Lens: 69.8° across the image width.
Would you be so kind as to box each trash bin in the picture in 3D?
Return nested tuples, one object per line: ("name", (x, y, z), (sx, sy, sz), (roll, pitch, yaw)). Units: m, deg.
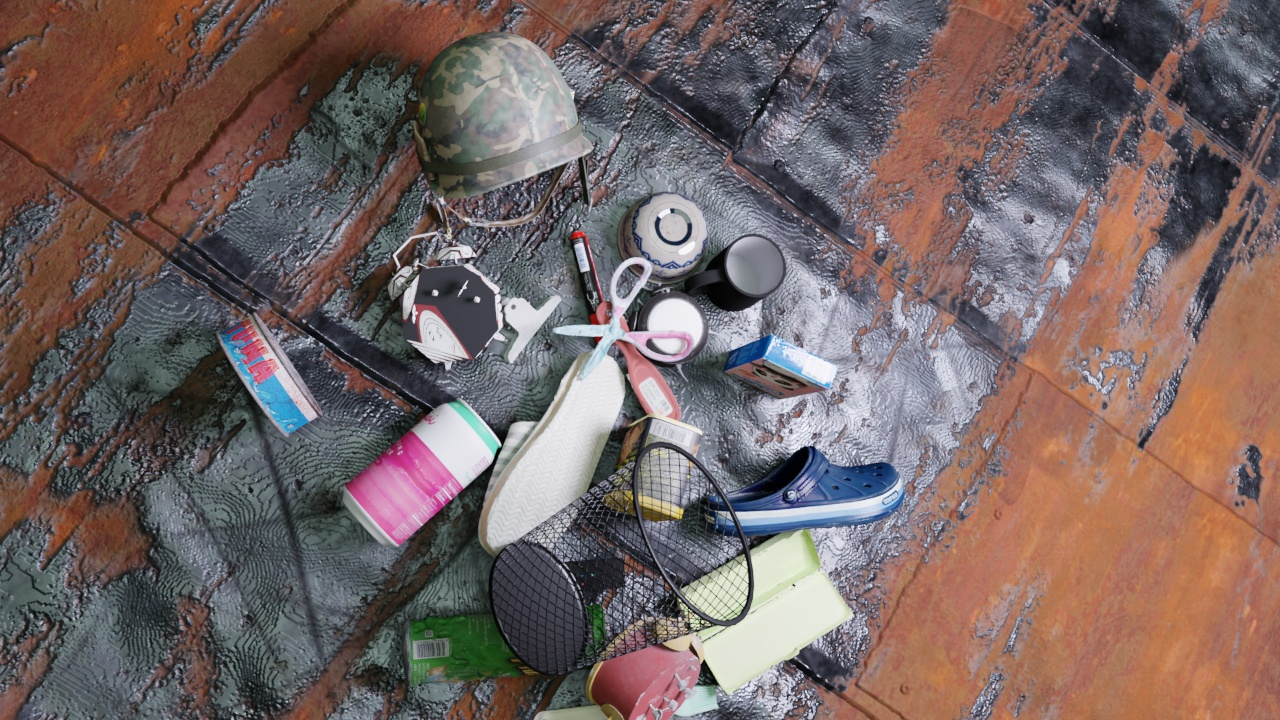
("trash bin", (-0.027, 0.209, 0.911), (0.211, 0.183, 0.184), (-32, 89, 26))

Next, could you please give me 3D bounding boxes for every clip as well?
("clip", (-0.145, -0.052, 1.099), (0.054, 0.041, 0.101), (43, 73, -23))

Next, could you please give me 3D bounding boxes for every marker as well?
("marker", (-0.059, -0.087, 1.119), (0.021, 0.024, 0.145), (-11, 84, -38))

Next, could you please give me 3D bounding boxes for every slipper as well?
("slipper", (0.199, 0.152, 1.099), (0.252, 0.105, 0.095), (-8, 91, -12))
("slipper", (-0.099, 0.106, 1.051), (0.114, 0.054, 0.272), (45, 61, -27))

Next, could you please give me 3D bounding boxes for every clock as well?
("clock", (0.022, 0.343, 1.009), (0.081, 0.117, 0.158), (36, 79, 35))
("clock", (0.034, -0.042, 1.123), (0.123, 0.044, 0.091), (42, 75, -4))
("clock", (-0.224, -0.071, 1.037), (0.115, 0.065, 0.154), (-27, 98, 5))

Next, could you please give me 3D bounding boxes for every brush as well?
("brush", (-0.007, 0.006, 1.105), (0.040, 0.030, 0.172), (-32, 97, -20))
("brush", (-0.015, 0.405, 1.063), (0.217, 0.012, 0.033), (-4, 83, -12))

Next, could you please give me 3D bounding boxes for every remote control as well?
("remote control", (-0.092, 0.251, 1.066), (0.150, 0.013, 0.034), (-1, 82, -13))

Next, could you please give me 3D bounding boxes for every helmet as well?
("helmet", (-0.156, -0.247, 1.038), (0.192, 0.224, 0.236), (-26, 113, -21))

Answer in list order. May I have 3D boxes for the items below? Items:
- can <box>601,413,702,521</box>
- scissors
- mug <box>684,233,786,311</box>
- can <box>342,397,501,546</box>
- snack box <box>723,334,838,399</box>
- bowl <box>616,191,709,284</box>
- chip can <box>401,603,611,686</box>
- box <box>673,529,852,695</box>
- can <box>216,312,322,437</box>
("can", (0.013, 0.124, 1.050), (0.072, 0.131, 0.101), (20, 75, -9))
("scissors", (-0.021, -0.052, 1.080), (0.170, 0.014, 0.168), (0, 77, -14))
("mug", (0.110, -0.103, 1.127), (0.113, 0.088, 0.078), (-12, 84, -14))
("can", (-0.240, 0.123, 1.013), (0.165, 0.088, 0.088), (-42, 92, -15))
("snack box", (0.162, 0.009, 1.088), (0.088, 0.154, 0.033), (25, 79, -8))
("bowl", (0.033, -0.156, 1.132), (0.115, 0.059, 0.115), (2, 81, -13))
("chip can", (-0.148, 0.314, 1.013), (0.223, 0.075, 0.075), (-1, 82, -12))
("box", (0.146, 0.293, 1.098), (0.187, 0.048, 0.140), (-28, 85, -15))
("can", (-0.392, 0.015, 0.973), (0.044, 0.130, 0.130), (-33, 90, -16))
